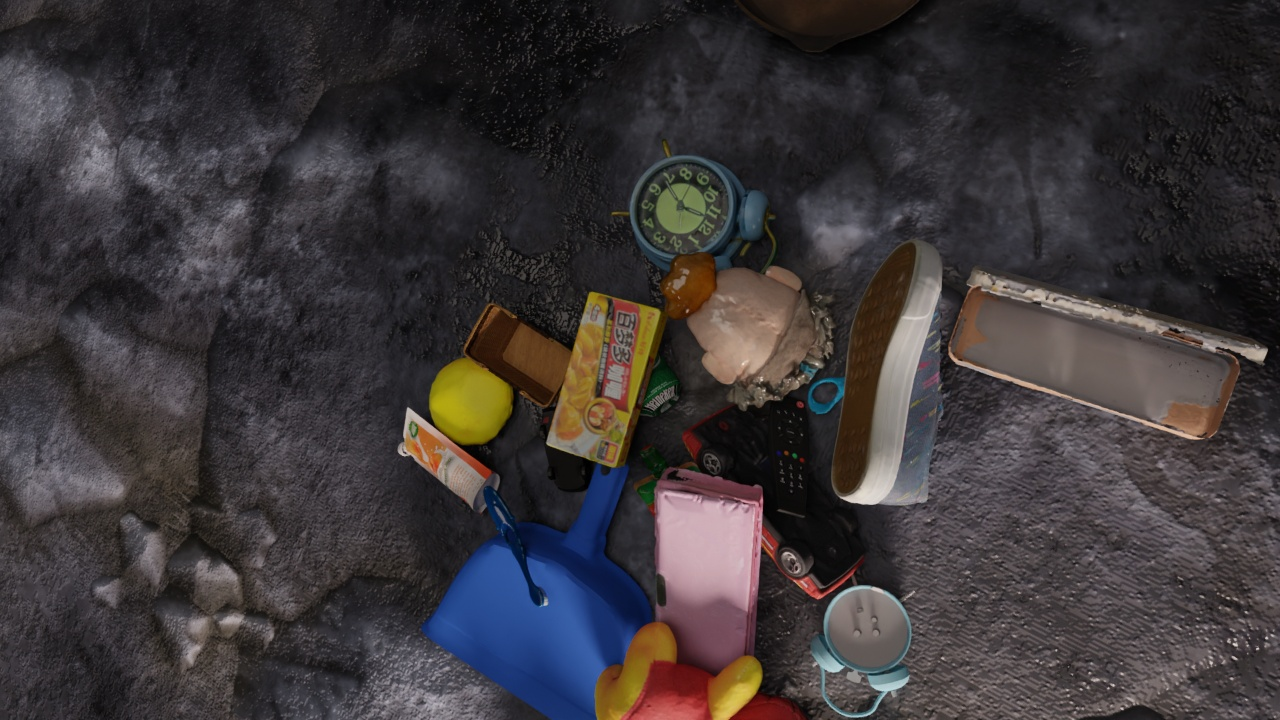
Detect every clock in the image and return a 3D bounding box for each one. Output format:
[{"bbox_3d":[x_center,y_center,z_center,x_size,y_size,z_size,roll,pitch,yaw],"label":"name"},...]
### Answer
[{"bbox_3d":[0.059,-0.131,0.879,0.162,0.060,0.118,35,96,15],"label":"clock"},{"bbox_3d":[0.195,0.253,0.807,0.087,0.042,0.123,16,90,20],"label":"clock"}]

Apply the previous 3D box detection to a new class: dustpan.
[{"bbox_3d":[-0.074,0.209,0.894,0.246,0.059,0.258,26,109,20],"label":"dustpan"}]

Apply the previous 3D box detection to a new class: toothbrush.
[{"bbox_3d":[-0.120,0.176,0.875,0.021,0.016,0.132,-35,65,11],"label":"toothbrush"}]

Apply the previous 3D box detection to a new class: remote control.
[{"bbox_3d":[0.132,0.084,0.819,0.039,0.010,0.124,17,50,-13],"label":"remote control"}]

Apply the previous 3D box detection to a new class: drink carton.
[{"bbox_3d":[-0.207,0.105,0.964,0.122,0.038,0.069,35,131,18],"label":"drink carton"}]

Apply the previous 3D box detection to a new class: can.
[{"bbox_3d":[-0.005,0.005,0.893,0.053,0.053,0.101,-40,74,13],"label":"can"}]

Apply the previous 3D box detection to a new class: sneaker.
[{"bbox_3d":[0.229,0.014,0.795,0.079,0.087,0.235,17,80,-15],"label":"sneaker"}]

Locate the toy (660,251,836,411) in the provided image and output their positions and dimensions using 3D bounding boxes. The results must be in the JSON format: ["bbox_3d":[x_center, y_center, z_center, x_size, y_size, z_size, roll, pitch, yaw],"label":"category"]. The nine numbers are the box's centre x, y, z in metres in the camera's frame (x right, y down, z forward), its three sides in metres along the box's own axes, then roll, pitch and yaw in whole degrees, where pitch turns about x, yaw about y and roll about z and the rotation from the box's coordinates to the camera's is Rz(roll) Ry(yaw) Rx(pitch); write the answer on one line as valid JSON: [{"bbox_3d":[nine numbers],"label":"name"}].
[{"bbox_3d":[0.092,-0.034,0.829,0.176,0.076,0.132,36,77,-14],"label":"toy"}]

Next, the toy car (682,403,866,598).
[{"bbox_3d":[0.120,0.123,0.827,0.189,0.081,0.056,49,141,18],"label":"toy car"}]

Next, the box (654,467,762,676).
[{"bbox_3d":[0.057,0.204,0.802,0.098,0.046,0.233,13,121,21],"label":"box"}]

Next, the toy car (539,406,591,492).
[{"bbox_3d":[-0.072,0.088,0.921,0.042,0.036,0.092,-4,108,17],"label":"toy car"}]

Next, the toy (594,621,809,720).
[{"bbox_3d":[0.066,0.323,0.794,0.216,0.098,0.148,31,135,0],"label":"toy"}]

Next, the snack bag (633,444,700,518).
[{"bbox_3d":[0.043,0.147,0.848,0.087,0.044,0.155,-28,93,46],"label":"snack bag"}]

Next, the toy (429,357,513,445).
[{"bbox_3d":[-0.178,0.042,0.961,0.095,0.041,0.094,-37,80,13],"label":"toy"}]

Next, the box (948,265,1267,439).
[{"bbox_3d":[0.367,-0.006,0.750,0.216,0.094,0.108,20,117,20],"label":"box"}]

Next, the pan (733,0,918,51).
[{"bbox_3d":[0.126,-0.414,0.884,0.356,0.043,0.248,9,89,20],"label":"pan"}]

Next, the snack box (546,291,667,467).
[{"bbox_3d":[-0.031,0.017,0.858,0.075,0.025,0.152,16,91,20],"label":"snack box"}]

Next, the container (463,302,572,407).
[{"bbox_3d":[-0.111,-0.004,0.929,0.114,0.061,0.063,32,96,19],"label":"container"}]

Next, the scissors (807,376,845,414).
[{"bbox_3d":[0.222,0.018,0.834,0.133,0.015,0.103,-44,69,7],"label":"scissors"}]
